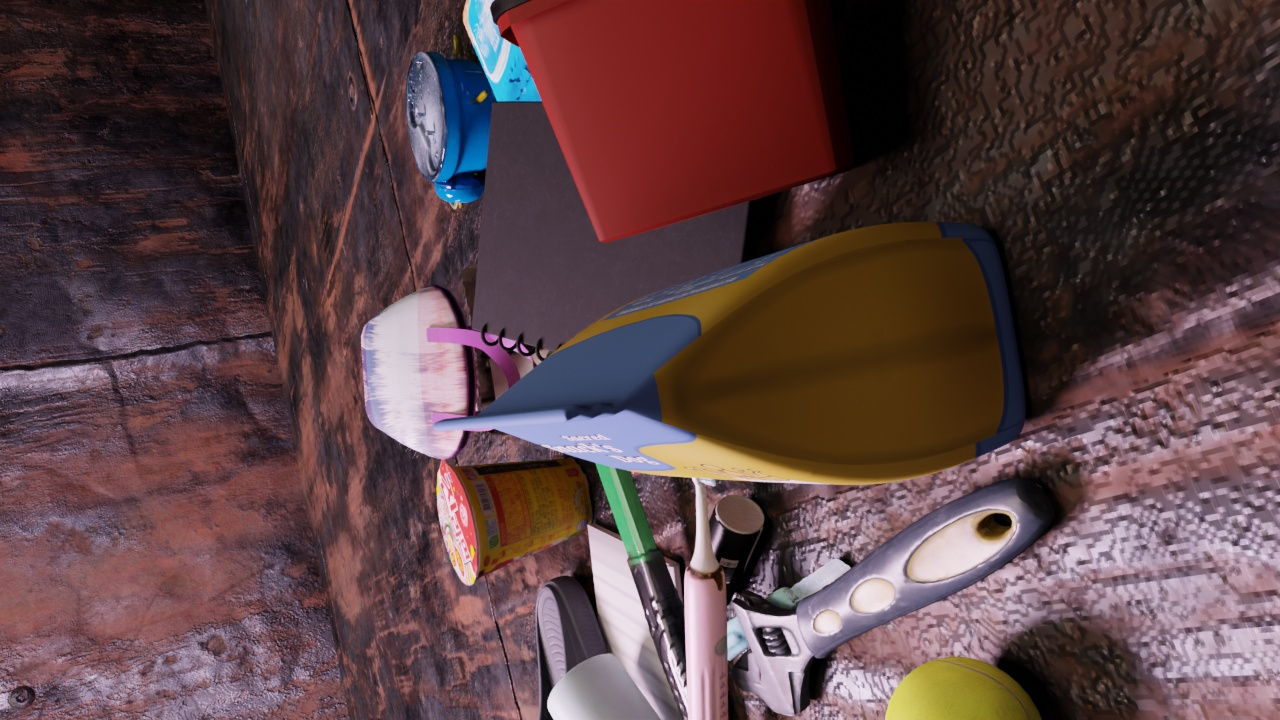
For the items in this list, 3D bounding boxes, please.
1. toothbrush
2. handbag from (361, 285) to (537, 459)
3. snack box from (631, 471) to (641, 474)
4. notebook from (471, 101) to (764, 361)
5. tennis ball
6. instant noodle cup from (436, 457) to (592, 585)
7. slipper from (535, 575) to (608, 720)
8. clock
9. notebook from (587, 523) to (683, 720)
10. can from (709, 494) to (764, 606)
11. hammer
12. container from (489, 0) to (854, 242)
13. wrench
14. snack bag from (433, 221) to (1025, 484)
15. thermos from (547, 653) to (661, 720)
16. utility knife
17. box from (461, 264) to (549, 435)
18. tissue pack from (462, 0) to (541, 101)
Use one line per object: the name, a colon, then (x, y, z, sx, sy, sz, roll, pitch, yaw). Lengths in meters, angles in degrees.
toothbrush: (0.039, 0.154, 0.553, 0.027, 0.027, 0.223, 10, 112, 33)
handbag: (-0.143, 0.014, 0.719, 0.170, 0.067, 0.144, 4, 99, 43)
snack box: (-0.004, 0.004, 0.650, 0.089, 0.021, 0.133, 54, 142, 39)
notebook: (-0.025, -0.075, 0.574, 0.232, 0.019, 0.169, 15, 102, 42)
tennis ball: (0.138, 0.160, 0.391, 0.065, 0.065, 0.065, 28, 122, 56)
instant noodle cup: (-0.104, 0.128, 0.778, 0.100, 0.112, 0.100, 26, 120, 57)
slipper: (-0.056, 0.315, 0.765, 0.111, 0.083, 0.268, -52, 51, 53)
clock: (-0.182, -0.218, 0.874, 0.116, 0.060, 0.162, 62, 149, 29)
notebook: (0.003, 0.245, 0.727, 0.143, 0.009, 0.210, 6, 104, 62)
can: (0.052, 0.122, 0.573, 0.031, 0.031, 0.081, 55, 143, 40)
hammer: (0.001, 0.133, 0.639, 0.130, 0.032, 0.318, -32, 76, 56)
container: (0.015, -0.168, 0.418, 0.148, 0.126, 0.201, -14, 97, 19)
wrench: (0.108, 0.127, 0.471, 0.073, 0.022, 0.274, 54, 143, 14)
snack bag: (0.031, 0.009, 0.393, 0.159, 0.204, 0.102, -11, 89, 62)
thermos: (0.012, 0.307, 0.646, 0.207, 0.065, 0.078, 46, 116, 36)
utility knife: (0.080, 0.150, 0.549, 0.022, 0.015, 0.159, 48, 143, 11)
box: (-0.107, -0.012, 0.790, 0.187, 0.100, 0.145, -6, 92, 42)
tissue pack: (-0.088, -0.254, 0.684, 0.144, 0.061, 0.093, 64, 147, 28)
